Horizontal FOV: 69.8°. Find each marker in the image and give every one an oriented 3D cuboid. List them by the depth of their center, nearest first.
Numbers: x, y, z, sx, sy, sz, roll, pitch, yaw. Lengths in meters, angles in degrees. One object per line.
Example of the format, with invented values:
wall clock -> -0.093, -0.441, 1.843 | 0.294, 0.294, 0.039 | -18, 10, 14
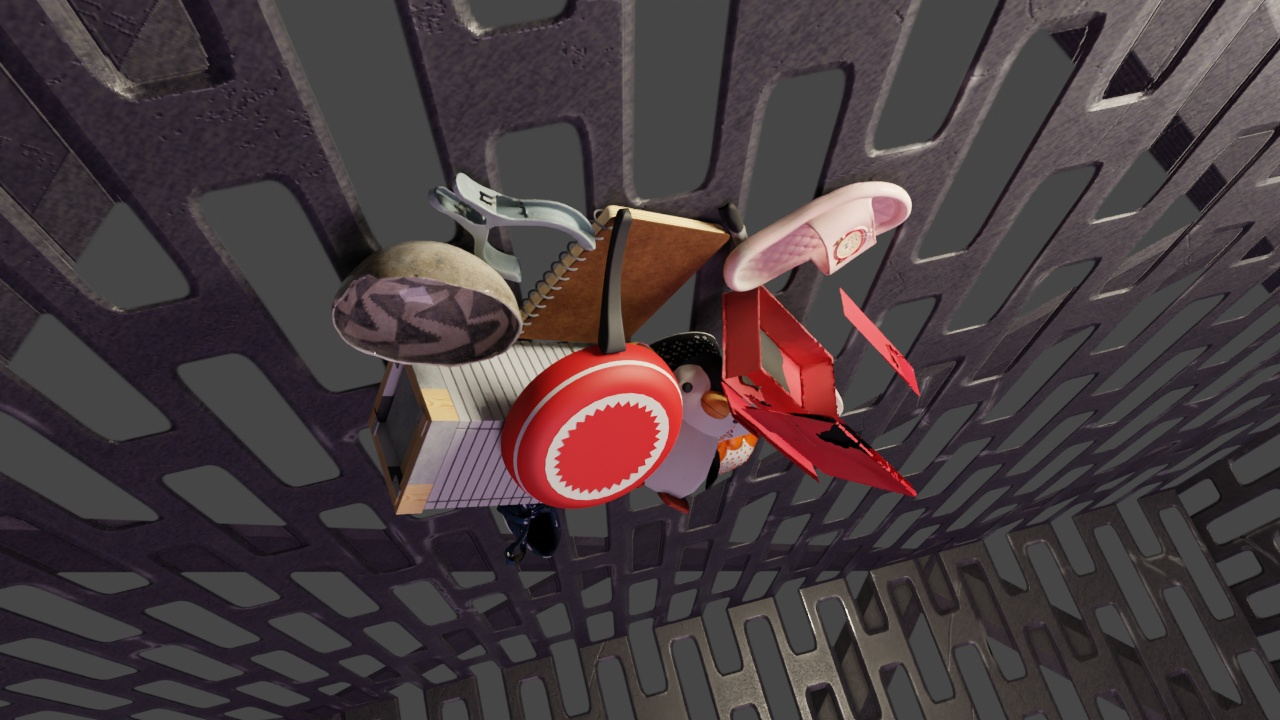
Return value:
marker -> 0.107, -0.136, 1.010 | 0.022, 0.016, 0.138 | 10, 162, 19

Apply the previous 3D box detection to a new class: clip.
clip -> -0.099, -0.132, 0.855 | 0.159, 0.030, 0.174 | -13, 156, 14

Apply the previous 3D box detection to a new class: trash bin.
trash bin -> -0.165, 0.072, 1.070 | 0.246, 0.142, 0.143 | 3, 130, -34

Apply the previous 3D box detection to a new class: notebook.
notebook -> -0.031, -0.088, 1.013 | 0.167, 0.024, 0.226 | 3, 148, -37

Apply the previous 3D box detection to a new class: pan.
pan -> -0.035, 0.015, 0.961 | 0.208, 0.067, 0.357 | -8, 128, -28

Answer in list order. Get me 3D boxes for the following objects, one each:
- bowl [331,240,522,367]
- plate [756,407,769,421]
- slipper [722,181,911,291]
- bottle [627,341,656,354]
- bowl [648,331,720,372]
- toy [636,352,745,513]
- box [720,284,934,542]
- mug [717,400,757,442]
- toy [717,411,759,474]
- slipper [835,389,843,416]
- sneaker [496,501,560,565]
bowl -> -0.203, -0.065, 0.885 | 0.178, 0.081, 0.179 | 0, 154, 0
plate -> 0.099, 0.109, 1.478 | 0.229, 0.021, 0.230 | -13, 154, -7
slipper -> 0.195, -0.132, 1.010 | 0.221, 0.055, 0.107 | -23, 153, 2
bottle -> -0.007, 0.006, 1.102 | 0.059, 0.059, 0.166 | -17, 179, 1
bowl -> 0.055, 0.021, 1.228 | 0.120, 0.066, 0.120 | -13, 154, -7
toy -> 0.055, 0.070, 1.155 | 0.159, 0.140, 0.184 | 32, 103, -20
box -> 0.194, 0.073, 1.091 | 0.121, 0.318, 0.211 | -38, 133, 15
mug -> 0.114, 0.076, 1.285 | 0.090, 0.073, 0.105 | -18, 167, 26
toy -> 0.094, 0.130, 1.402 | 0.164, 0.093, 0.172 | -31, 163, 33
slipper -> 0.219, 0.020, 1.328 | 0.094, 0.064, 0.239 | -31, 138, 19
sneaker -> -0.167, 0.173, 1.257 | 0.120, 0.127, 0.295 | -26, 132, -15
